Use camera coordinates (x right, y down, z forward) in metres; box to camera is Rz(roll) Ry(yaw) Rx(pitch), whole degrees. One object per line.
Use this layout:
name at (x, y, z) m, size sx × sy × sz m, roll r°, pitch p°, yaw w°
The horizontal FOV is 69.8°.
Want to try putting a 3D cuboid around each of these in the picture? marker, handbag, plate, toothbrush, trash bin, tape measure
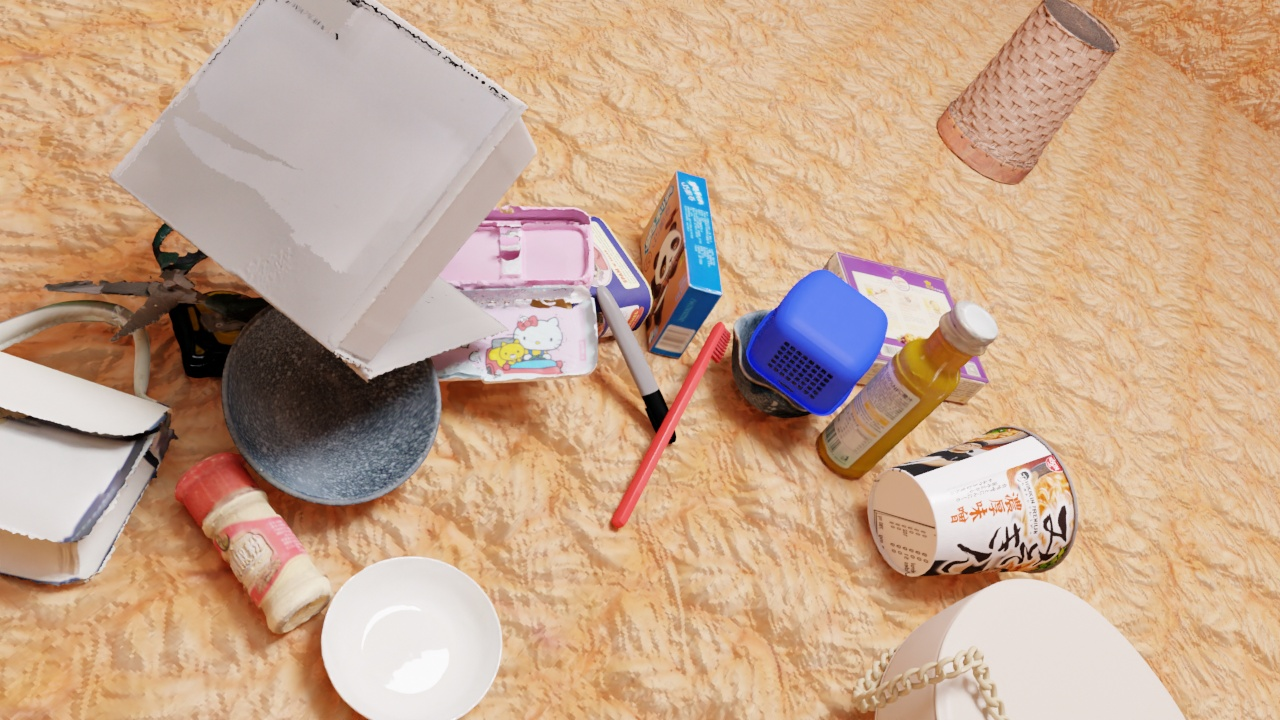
marker at (-0.004, 0.004, 0.726) m, size 0.022 × 0.016 × 0.138 m, roll -34°, pitch 101°, yaw -57°
handbag at (-0.342, 0.020, 0.516) m, size 0.151 × 0.074 × 0.175 m, roll 22°, pitch 44°, yaw -11°
handbag at (0.256, 0.245, 0.567) m, size 0.210 × 0.104 × 0.208 m, roll -27°, pitch 72°, yaw -41°
plate at (-0.134, 0.167, 0.538) m, size 0.104 × 0.026 × 0.104 m, roll 15°, pitch 46°, yaw -16°
toothbrush at (0.029, 0.047, 0.722) m, size 0.018 × 0.012 × 0.211 m, roll 47°, pitch 52°, yaw -22°
trash bin at (0.537, -0.372, 1.268) m, size 0.151 × 0.211 × 0.151 m, roll 15°, pitch 47°, yaw -17°
tape measure at (-0.279, -0.020, 0.616) m, size 0.061 × 0.034 × 0.061 m, roll -11°, pitch 58°, yaw -37°

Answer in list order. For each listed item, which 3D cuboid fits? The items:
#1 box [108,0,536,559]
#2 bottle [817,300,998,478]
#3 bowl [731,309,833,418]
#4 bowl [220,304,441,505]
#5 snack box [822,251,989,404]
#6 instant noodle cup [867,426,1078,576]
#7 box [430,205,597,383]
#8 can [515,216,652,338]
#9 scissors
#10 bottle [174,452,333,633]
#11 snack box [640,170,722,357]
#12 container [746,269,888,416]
box at (-0.191, -0.035, 0.635) m, size 0.167 × 0.423 × 0.173 m, roll 37°, pitch 61°, yaw 10°
bottle at (0.215, 0.026, 0.746) m, size 0.053 × 0.187 × 0.053 m, roll 16°, pitch 46°, yaw -17°
bowl at (0.120, 0.011, 0.801) m, size 0.110 × 0.055 × 0.110 m, roll 15°, pitch 46°, yaw -17°
bowl at (-0.203, 0.028, 0.589) m, size 0.137 × 0.057 × 0.137 m, roll 13°, pitch 68°, yaw -35°
snack box at (0.265, -0.034, 0.935) m, size 0.143 × 0.041 × 0.147 m, roll 11°, pitch 47°, yaw -22°
instant noodle cup at (0.261, 0.122, 0.747) m, size 0.121 × 0.124 × 0.123 m, roll -6°, pitch 55°, yaw -22°
box at (-0.134, -0.048, 0.684) m, size 0.201 × 0.038 × 0.152 m, roll -1°, pitch 67°, yaw -5°
can at (-0.056, -0.068, 0.771) m, size 0.092 × 0.057 × 0.116 m, roll -13°, pitch 60°, yaw -39°
scissors at (-0.289, -0.064, 0.630) m, size 0.201 × 0.015 × 0.202 m, roll 2°, pitch 35°, yaw -30°
bottle at (-0.223, 0.105, 0.532) m, size 0.109 × 0.044 × 0.044 m, roll 48°, pitch 45°, yaw 15°
snack box at (0.033, -0.087, 0.816) m, size 0.034 × 0.087 × 0.151 m, roll 13°, pitch 47°, yaw -19°
container at (0.151, -0.020, 0.763) m, size 0.096 × 0.058 × 0.114 m, roll 37°, pitch 43°, yaw 5°
